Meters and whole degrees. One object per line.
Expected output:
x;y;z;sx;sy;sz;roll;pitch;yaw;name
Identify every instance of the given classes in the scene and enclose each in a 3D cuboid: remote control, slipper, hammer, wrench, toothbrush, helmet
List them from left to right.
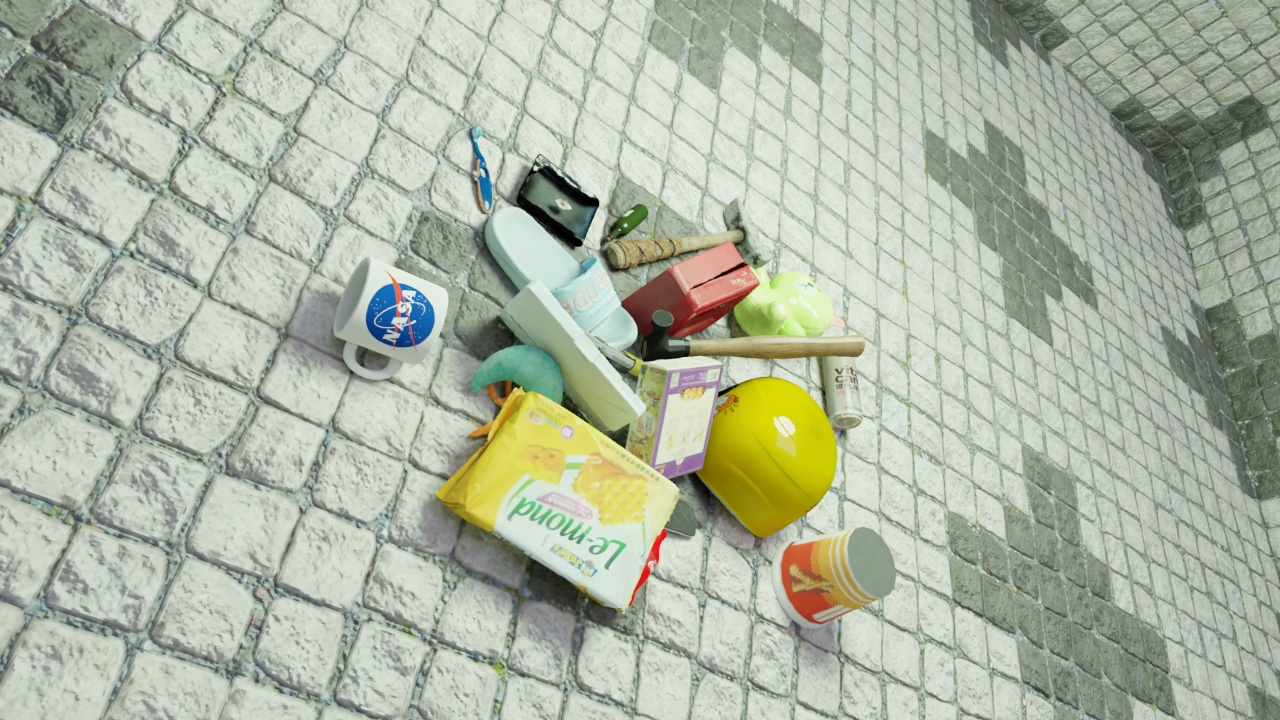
-0.209;-0.253;1.206;0.021;0.017;0.135;5;63;-37;toothbrush
-0.097;-0.104;1.176;0.245;0.074;0.103;46;46;-9;slipper
-0.007;0.007;1.164;0.273;0.018;0.083;30;5;-41;wrench
0.019;0.183;1.140;0.146;0.008;0.045;27;51;-40;remote control
0.073;-0.178;1.389;0.317;0.049;0.121;-15;74;-43;hammer
0.154;-0.014;1.238;0.305;0.133;0.040;-1;51;-12;hammer
0.192;0.108;1.255;0.209;0.140;0.239;48;44;-9;helmet

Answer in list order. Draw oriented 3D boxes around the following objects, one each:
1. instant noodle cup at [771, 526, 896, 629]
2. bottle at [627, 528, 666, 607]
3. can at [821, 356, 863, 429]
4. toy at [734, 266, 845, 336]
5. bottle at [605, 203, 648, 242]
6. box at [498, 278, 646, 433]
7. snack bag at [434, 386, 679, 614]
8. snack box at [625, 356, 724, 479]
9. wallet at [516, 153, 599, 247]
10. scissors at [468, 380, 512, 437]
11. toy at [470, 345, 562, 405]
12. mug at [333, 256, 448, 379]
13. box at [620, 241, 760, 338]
0.263;0.284;1.228;0.123;0.121;0.123;20;55;-31;instant noodle cup
-0.002;0.241;1.087;0.036;0.036;0.118;49;44;-7;bottle
0.321;0.040;1.466;0.054;0.054;0.135;20;55;-31;can
0.221;-0.079;1.423;0.196;0.107;0.150;9;37;-47;toy
-0.022;-0.196;1.327;0.025;0.025;0.105;50;44;-7;bottle
-0.088;0.004;1.082;0.197;0.135;0.040;51;57;-6;box
-0.084;0.152;1.015;0.247;0.068;0.159;36;67;-13;snack bag
0.042;0.072;1.138;0.143;0.041;0.148;-5;109;-58;snack box
-0.114;-0.218;1.260;0.115;0.026;0.089;36;48;-20;wallet
-0.146;0.070;1.079;0.128;0.011;0.125;14;58;-32;scissors
-0.135;0.024;1.059;0.105;0.085;0.033;35;7;-12;toy
-0.274;-0.038;0.985;0.090;0.091;0.121;23;88;-29;mug
0.069;-0.092;1.274;0.157;0.130;0.092;-24;82;-46;box
